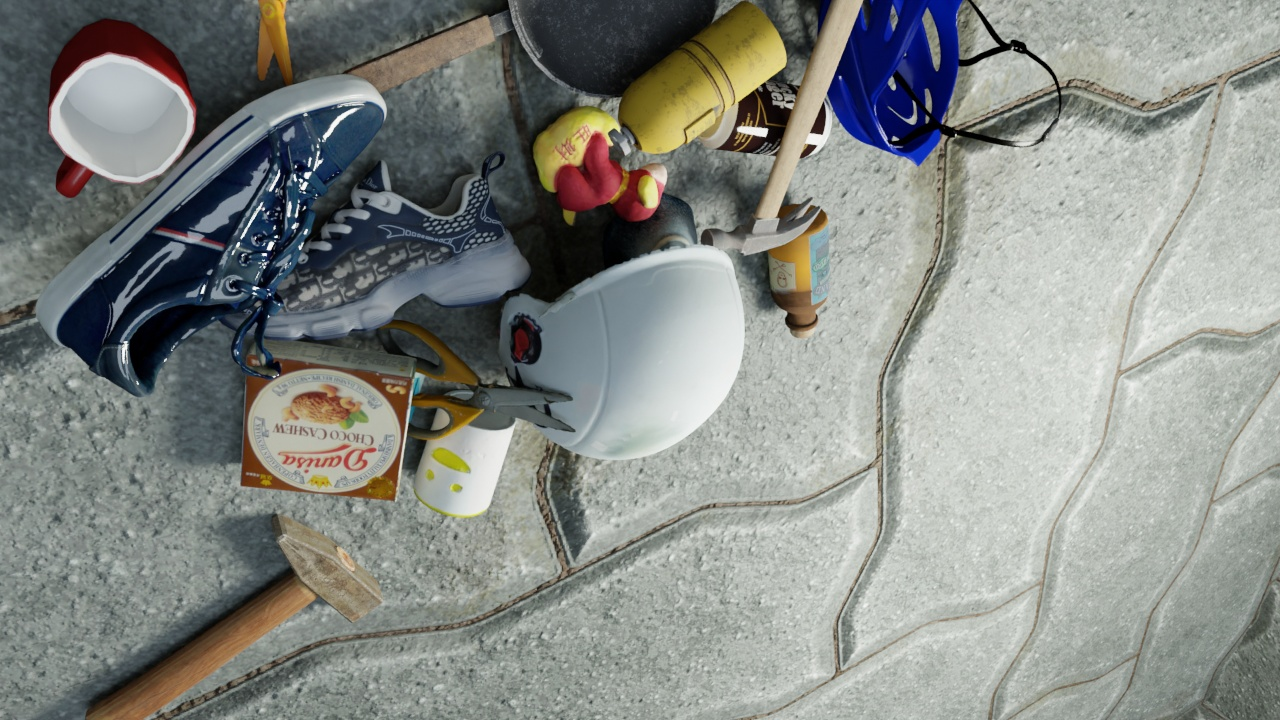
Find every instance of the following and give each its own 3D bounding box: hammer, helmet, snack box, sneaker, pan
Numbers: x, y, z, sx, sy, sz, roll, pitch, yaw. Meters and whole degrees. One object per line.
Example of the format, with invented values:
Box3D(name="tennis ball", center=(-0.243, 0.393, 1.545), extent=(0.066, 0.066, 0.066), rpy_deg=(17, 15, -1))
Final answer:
Box3D(name="hammer", center=(-0.438, 0.289, 0.953), extent=(0.300, 0.037, 0.158), rpy_deg=(-35, 132, -6))
Box3D(name="helmet", center=(0.278, -0.282, 0.866), extent=(0.147, 0.228, 0.242), rpy_deg=(-48, 138, -17))
Box3D(name="snack box", center=(-0.290, 0.057, 0.852), extent=(0.143, 0.041, 0.147), rpy_deg=(9, 118, -13))
Box3D(name="helmet", center=(-0.005, 0.005, 0.872), extent=(0.236, 0.163, 0.265), rpy_deg=(-13, 167, -32))
Box3D(name="sneaker", center=(-0.231, -0.102, 0.787), extent=(0.269, 0.103, 0.132), rpy_deg=(-16, 113, -22))
Box3D(name="hammer", center=(0.151, -0.234, 0.855), extent=(0.119, 0.030, 0.332), rpy_deg=(-8, 137, -25))
Box3D(name="pan", center=(-0.090, -0.295, 0.765), extent=(0.356, 0.040, 0.208), rpy_deg=(-26, 131, -12))
Box3D(name="sneaker", center=(-0.284, -0.084, 0.681), extent=(0.294, 0.127, 0.121), rpy_deg=(-46, 173, -10))

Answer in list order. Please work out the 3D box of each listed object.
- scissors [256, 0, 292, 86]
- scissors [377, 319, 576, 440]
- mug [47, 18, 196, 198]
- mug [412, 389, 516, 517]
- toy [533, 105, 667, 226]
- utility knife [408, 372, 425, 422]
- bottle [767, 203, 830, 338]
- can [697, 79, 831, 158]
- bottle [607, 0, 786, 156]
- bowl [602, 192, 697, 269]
Box3D(name="scissors", center=(-0.282, -0.263, 0.677), extent=(0.084, 0.012, 0.133), rpy_deg=(26, 127, -5))
Box3D(name="scissors", center=(-0.158, 0.020, 0.842), extent=(0.016, 0.226, 0.166), rpy_deg=(-40, 118, -52))
Box3D(name="mug", center=(-0.371, -0.169, 0.640), extent=(0.116, 0.096, 0.080), rpy_deg=(-49, 132, 7))
Box3D(name="mug", center=(-0.181, 0.095, 0.945), extent=(0.082, 0.082, 0.106), rpy_deg=(6, 116, -34))
Box3D(name="toy", center=(-0.040, -0.173, 0.862), extent=(0.137, 0.067, 0.106), rpy_deg=(28, 101, -32))
Box3D(name="utility knife", center=(-0.245, 0.073, 0.938), extent=(0.022, 0.015, 0.159), rpy_deg=(-15, 133, -51))
Box3D(name="bottle", center=(0.181, -0.095, 1.042), extent=(0.067, 0.068, 0.157), rpy_deg=(-24, 130, -16))
Box3D(name="can", center=(0.119, -0.239, 0.904), extent=(0.128, 0.072, 0.072), rpy_deg=(-1, 121, -31))
Box3D(name="bottle", center=(0.044, -0.239, 0.812), extent=(0.163, 0.071, 0.071), rpy_deg=(-38, 132, -4))
Box3D(name="bowl", center=(0.019, -0.114, 0.941), extent=(0.110, 0.055, 0.110), rpy_deg=(-15, 126, -22))
